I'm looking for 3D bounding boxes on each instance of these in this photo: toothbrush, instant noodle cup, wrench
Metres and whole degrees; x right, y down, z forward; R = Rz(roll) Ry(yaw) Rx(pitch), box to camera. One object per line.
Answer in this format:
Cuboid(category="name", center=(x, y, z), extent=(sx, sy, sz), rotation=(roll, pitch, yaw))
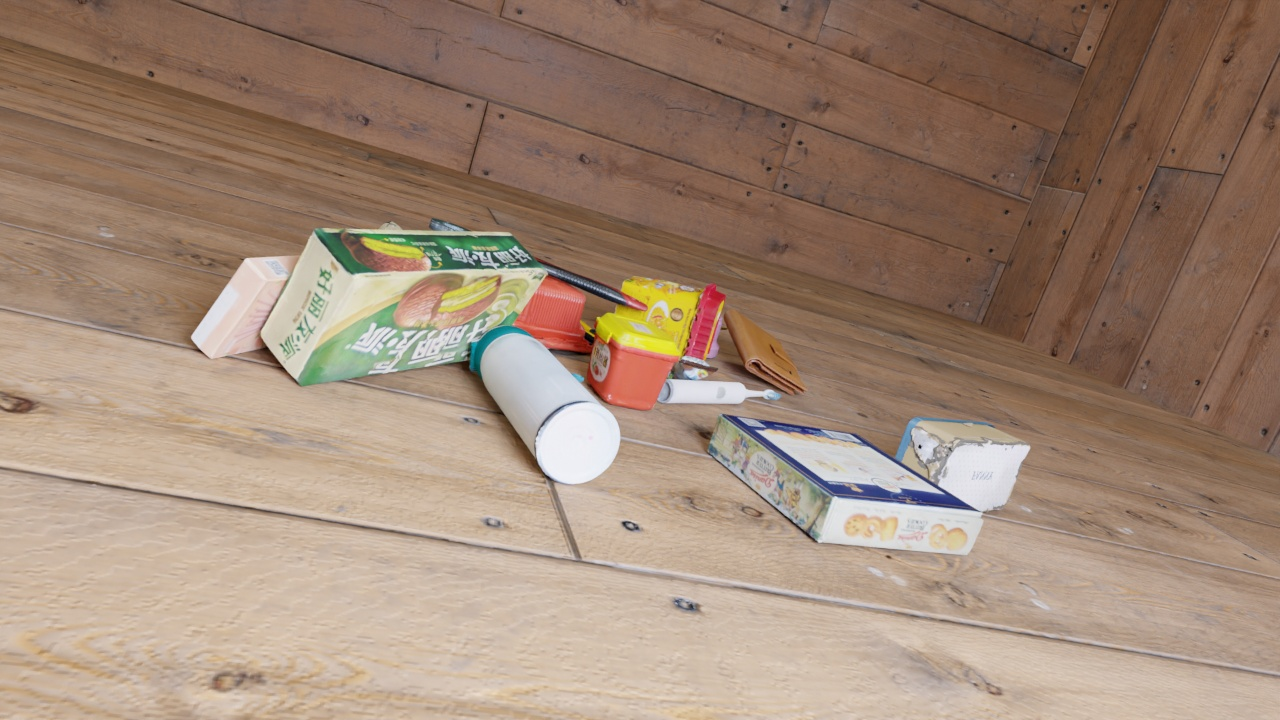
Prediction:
Cuboid(category="toothbrush", center=(0.097, 0.038, 1.071), extent=(0.026, 0.027, 0.220), rotation=(20, 11, 41))
Cuboid(category="instant noodle cup", center=(0.033, -0.052, 1.163), extent=(0.124, 0.116, 0.116), rotation=(18, 13, 7))
Cuboid(category="wrench", center=(-0.115, -0.110, 1.076), extent=(0.273, 0.016, 0.056), rotation=(21, 11, -15))
Cuboid(category="instant noodle cup", center=(-0.145, -0.071, 1.084), extent=(0.164, 0.079, 0.188), rotation=(31, 13, 32))

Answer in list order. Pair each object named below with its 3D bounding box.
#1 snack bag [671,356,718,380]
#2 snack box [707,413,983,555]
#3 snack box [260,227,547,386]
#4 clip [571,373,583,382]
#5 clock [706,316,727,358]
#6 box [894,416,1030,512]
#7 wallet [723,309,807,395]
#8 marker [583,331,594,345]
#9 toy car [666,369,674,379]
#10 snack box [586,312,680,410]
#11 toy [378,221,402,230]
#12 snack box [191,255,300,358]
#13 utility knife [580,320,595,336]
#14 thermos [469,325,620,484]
Cuboid(category="snack bag", center=(0.056, 0.011, 1.070), extent=(0.048, 0.026, 0.104), rotation=(17, -7, -11))
Cuboid(category="snack box", center=(0.182, 0.110, 0.839), extent=(0.177, 0.046, 0.182), rotation=(10, 15, -30))
Cuboid(category="snack box", center=(-0.195, -0.052, 0.794), extent=(0.063, 0.115, 0.239), rotation=(46, 26, 18))
Cuboid(category="clip", center=(-0.079, 0.021, 0.918), extent=(0.056, 0.041, 0.014), rotation=(13, 13, -48))
Cuboid(category="clock", center=(0.054, -0.047, 1.296), extent=(0.117, 0.060, 0.158), rotation=(22, 14, 19))
Cuboid(category="box", center=(0.337, 0.110, 0.959), extent=(0.184, 0.090, 0.060), rotation=(8, 15, -45))
Cuboid(category="wallet", center=(0.171, -0.010, 1.269), extent=(0.107, 0.031, 0.131), rotation=(30, 23, -25))
Cuboid(category="marker", center=(-0.084, -0.037, 1.163), extent=(0.015, 0.018, 0.124), rotation=(-37, 44, -24))
Cuboid(category="toy car", center=(-0.006, 0.006, 1.040), extent=(0.091, 0.036, 0.043), rotation=(15, 12, -14))
Cuboid(category="snack box", center=(-0.010, 0.003, 0.950), extent=(0.082, 0.080, 0.091), rotation=(11, 14, -24))
Cuboid(category="toy", center=(-0.311, -0.142, 1.183), extent=(0.105, 0.066, 0.157), rotation=(-9, 16, -26))
Cuboid(category="snack box", center=(-0.294, -0.050, 0.769), extent=(0.026, 0.085, 0.157), rotation=(44, 16, 5))
Cuboid(category="utility knife", center=(-0.049, -0.026, 1.165), extent=(0.033, 0.015, 0.217), rotation=(2, 20, -43))
Cuboid(category="thermos", center=(-0.087, 0.026, 0.777), extent=(0.073, 0.073, 0.224), rotation=(11, 14, -27))
